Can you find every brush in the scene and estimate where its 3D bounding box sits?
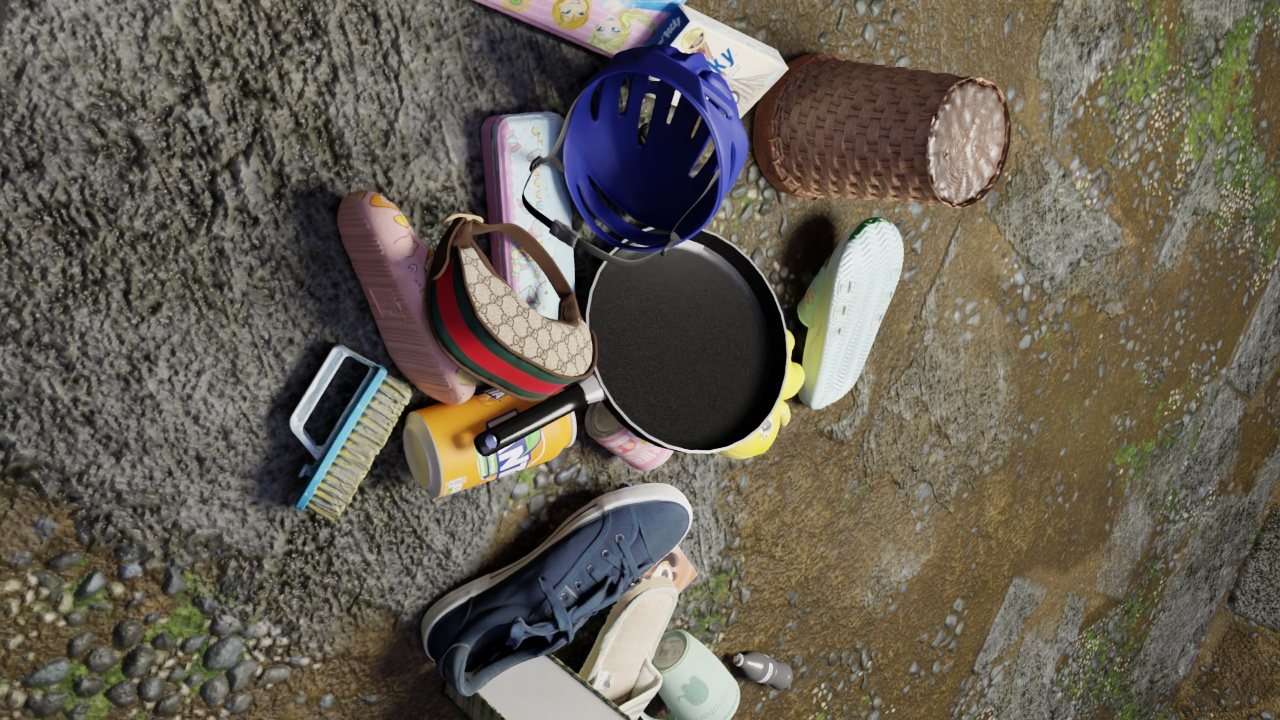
[{"bbox_3d":[-0.253,0.061,0.760,0.075,0.055,0.136,31,86,-17],"label":"brush"}]

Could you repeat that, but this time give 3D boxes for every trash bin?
[{"bbox_3d":[0.237,-0.227,0.918,0.151,0.210,0.151,-12,112,-33],"label":"trash bin"}]

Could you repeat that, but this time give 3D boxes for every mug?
[{"bbox_3d":[0.044,0.381,1.074,0.111,0.084,0.104,-37,116,-4],"label":"mug"}]

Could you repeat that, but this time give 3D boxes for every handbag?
[{"bbox_3d":[-0.105,-0.048,0.746,0.166,0.063,0.138,32,43,-41],"label":"handbag"}]

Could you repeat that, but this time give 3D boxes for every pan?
[{"bbox_3d":[-0.005,0.005,0.859,0.355,0.034,0.225,-27,92,-30],"label":"pan"}]

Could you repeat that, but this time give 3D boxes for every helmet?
[{"bbox_3d":[-0.011,-0.146,0.760,0.148,0.242,0.227,33,62,4],"label":"helmet"}]

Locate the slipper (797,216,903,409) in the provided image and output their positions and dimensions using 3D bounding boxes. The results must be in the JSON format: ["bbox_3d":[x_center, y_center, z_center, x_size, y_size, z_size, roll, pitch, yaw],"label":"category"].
[{"bbox_3d":[0.225,-0.053,1.062,0.103,0.074,0.246,-15,130,-33],"label":"slipper"}]

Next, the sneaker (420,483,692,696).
[{"bbox_3d":[-0.064,0.224,0.878,0.294,0.127,0.121,-30,123,-13],"label":"sneaker"}]

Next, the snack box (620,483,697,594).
[{"bbox_3d":[-0.005,0.216,1.007,0.087,0.034,0.151,-43,125,-16],"label":"snack box"}]

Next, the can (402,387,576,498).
[{"bbox_3d":[-0.136,0.067,0.829,0.142,0.079,0.079,-16,115,-31],"label":"can"}]

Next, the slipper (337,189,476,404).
[{"bbox_3d":[-0.174,-0.056,0.757,0.081,0.093,0.197,-39,125,-33],"label":"slipper"}]

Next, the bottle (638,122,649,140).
[{"bbox_3d":[0.028,-0.182,0.895,0.030,0.030,0.113,-43,126,-17],"label":"bottle"}]

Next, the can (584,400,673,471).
[{"bbox_3d":[-0.008,0.068,0.932,0.076,0.067,0.067,40,81,-38],"label":"can"}]

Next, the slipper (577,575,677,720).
[{"bbox_3d":[-0.027,0.352,0.996,0.114,0.054,0.273,3,116,-48],"label":"slipper"}]

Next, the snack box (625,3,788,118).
[{"bbox_3d":[0.063,-0.270,0.851,0.149,0.026,0.082,2,145,-47],"label":"snack box"}]

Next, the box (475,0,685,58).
[{"bbox_3d":[-0.078,-0.330,0.762,0.230,0.076,0.085,9,137,-39],"label":"box"}]

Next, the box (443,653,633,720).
[{"bbox_3d":[-0.097,0.340,0.874,0.117,0.206,0.050,0,98,-38],"label":"box"}]

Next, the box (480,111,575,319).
[{"bbox_3d":[-0.096,-0.112,0.824,0.076,0.036,0.214,-15,114,-32],"label":"box"}]

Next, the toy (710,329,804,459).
[{"bbox_3d":[0.113,0.031,0.997,0.207,0.092,0.134,-29,102,-36],"label":"toy"}]

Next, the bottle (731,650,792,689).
[{"bbox_3d":[0.156,0.398,1.186,0.110,0.036,0.036,33,85,-39],"label":"bottle"}]
